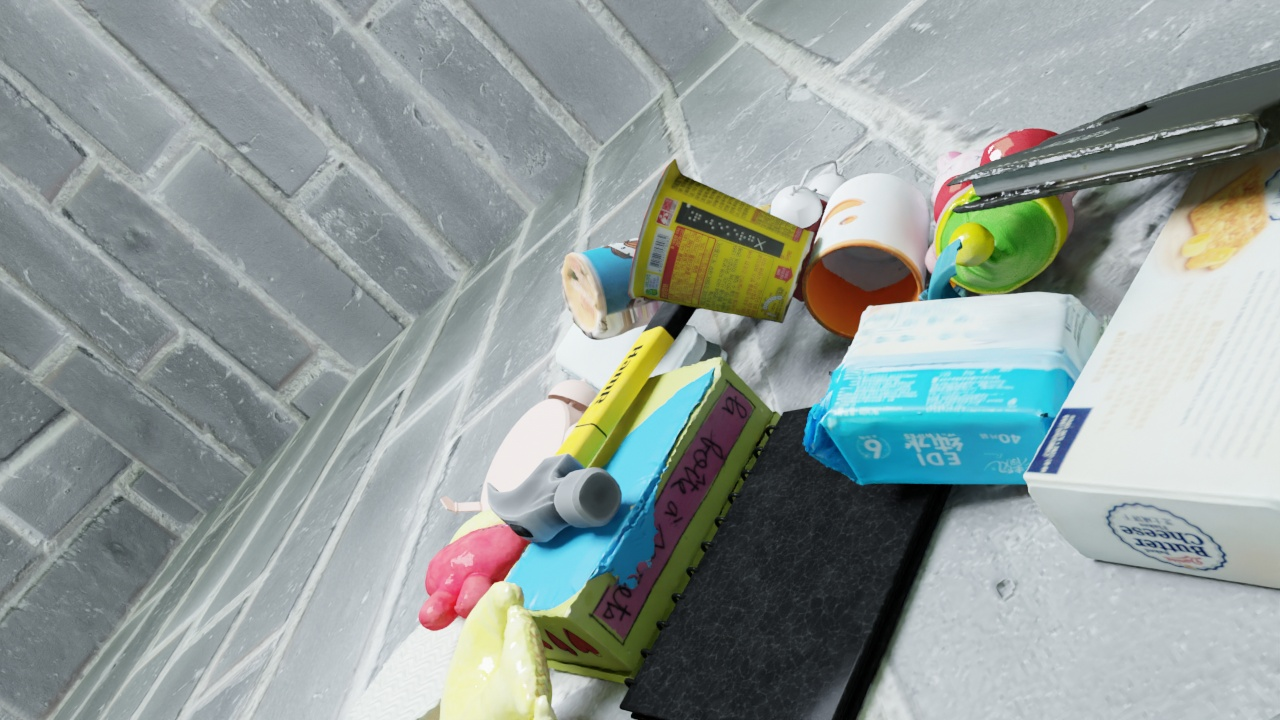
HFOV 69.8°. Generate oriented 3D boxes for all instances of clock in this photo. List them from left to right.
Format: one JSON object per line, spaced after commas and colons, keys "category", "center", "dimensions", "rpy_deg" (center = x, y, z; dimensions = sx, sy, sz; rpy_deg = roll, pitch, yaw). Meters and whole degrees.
{"category": "clock", "center": [-0.096, 0.095, 0.835], "dimensions": [0.160, 0.086, 0.131], "rpy_deg": [-44, 28, 10]}
{"category": "clock", "center": [0.136, -0.104, 0.756], "dimensions": [0.087, 0.125, 0.044], "rpy_deg": [-25, 44, -39]}

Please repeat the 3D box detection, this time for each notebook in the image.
{"category": "notebook", "center": [0.091, 0.110, 0.529], "dimensions": [0.170, 0.019, 0.230], "rpy_deg": [-17, 33, 54]}
{"category": "notebook", "center": [0.284, -0.124, 0.469], "dimensions": [0.208, 0.029, 0.170], "rpy_deg": [-21, 9, -26]}

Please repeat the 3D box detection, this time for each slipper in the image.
{"category": "slipper", "center": [-0.102, 0.196, 0.701], "dimensions": [0.272, 0.054, 0.115], "rpy_deg": [-43, 20, -24]}

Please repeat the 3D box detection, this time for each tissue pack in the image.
{"category": "tissue pack", "center": [0.161, 0.016, 0.473], "dimensions": [0.145, 0.062, 0.092], "rpy_deg": [-3, 42, 35]}

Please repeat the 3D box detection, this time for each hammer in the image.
{"category": "hammer", "center": [-0.004, 0.004, 0.705], "dimensions": [0.170, 0.034, 0.323], "rpy_deg": [-18, 31, 55]}

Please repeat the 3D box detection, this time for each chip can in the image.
{"category": "chip can", "center": [0.047, -0.084, 0.826], "dimensions": [0.229, 0.080, 0.080], "rpy_deg": [-18, 8, -22]}

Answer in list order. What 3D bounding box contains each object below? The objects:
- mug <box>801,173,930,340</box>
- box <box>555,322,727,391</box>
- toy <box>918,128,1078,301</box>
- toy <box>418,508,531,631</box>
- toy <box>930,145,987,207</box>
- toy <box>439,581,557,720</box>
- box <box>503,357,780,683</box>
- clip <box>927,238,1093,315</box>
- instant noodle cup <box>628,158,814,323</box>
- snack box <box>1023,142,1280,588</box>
{"category": "mug", "center": [0.166, -0.077, 0.667], "dimensions": [0.082, 0.082, 0.105], "rpy_deg": [-31, 22, 37]}
{"category": "box", "center": [-0.012, -0.011, 0.880], "dimensions": [0.118, 0.063, 0.214], "rpy_deg": [-49, 37, -8]}
{"category": "toy", "center": [0.209, -0.078, 0.565], "dimensions": [0.124, 0.097, 0.131], "rpy_deg": [-36, 31, 38]}
{"category": "toy", "center": [-0.124, 0.154, 0.690], "dimensions": [0.092, 0.045, 0.135], "rpy_deg": [-25, 17, 20]}
{"category": "toy", "center": [0.246, -0.134, 0.678], "dimensions": [0.064, 0.047, 0.109], "rpy_deg": [-22, 25, 33]}
{"category": "toy", "center": [-0.082, 0.218, 0.531], "dimensions": [0.170, 0.064, 0.155], "rpy_deg": [-124, 47, -56]}
{"category": "box", "center": [-0.002, 0.109, 0.645], "dimensions": [0.125, 0.079, 0.220], "rpy_deg": [-19, 33, 52]}
{"category": "clip", "center": [0.183, -0.024, 0.514], "dimensions": [0.120, 0.118, 0.033], "rpy_deg": [-8, 47, 43]}
{"category": "instant noodle cup", "center": [0.059, -0.074, 0.657], "dimensions": [0.100, 0.112, 0.100], "rpy_deg": [21, -92, -83]}
{"category": "snack box", "center": [0.254, -0.011, 0.371], "dimensions": [0.207, 0.057, 0.104], "rpy_deg": [-52, 20, -20]}
